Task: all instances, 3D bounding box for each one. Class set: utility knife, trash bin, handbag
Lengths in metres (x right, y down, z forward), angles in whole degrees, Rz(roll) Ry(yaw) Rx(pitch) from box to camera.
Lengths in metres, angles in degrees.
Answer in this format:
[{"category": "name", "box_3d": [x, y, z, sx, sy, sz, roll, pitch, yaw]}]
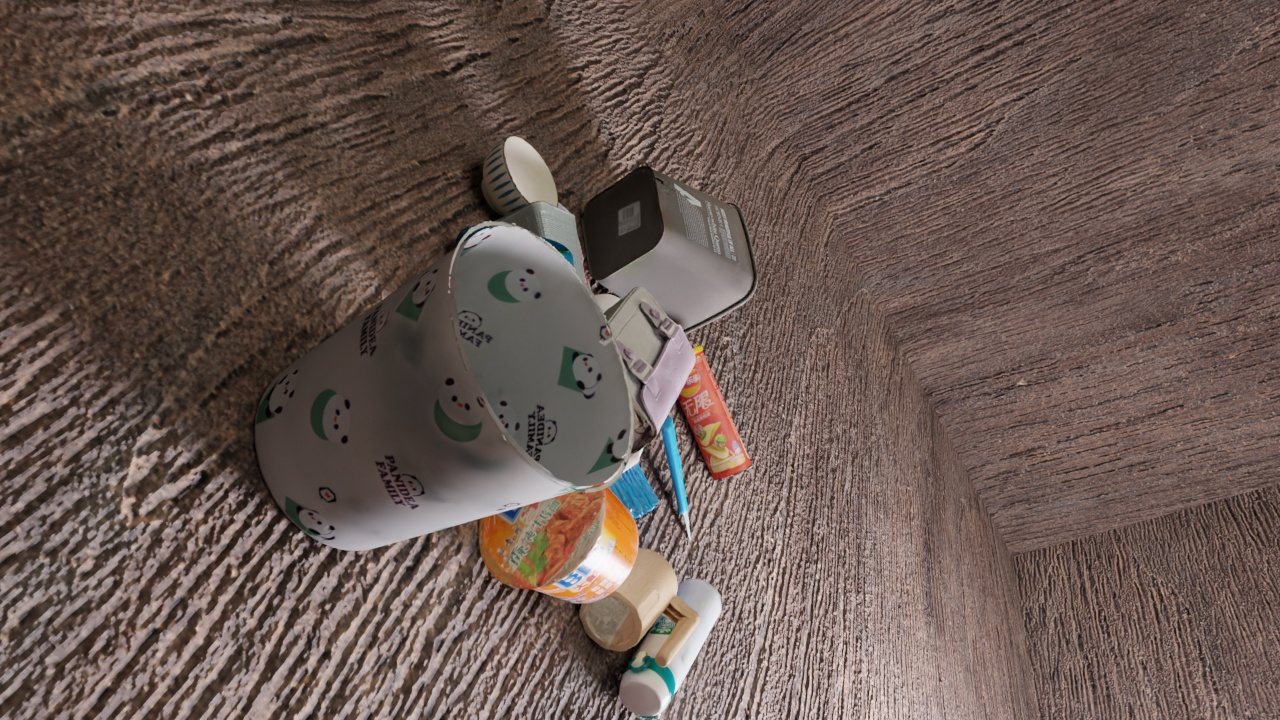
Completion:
[{"category": "utility knife", "box_3d": [0.054, 0.174, 1.328, 0.034, 0.018, 0.186, -55, 135, -78]}, {"category": "trash bin", "box_3d": [-0.171, 0.039, 0.782, 0.229, 0.252, 0.229, 42, 35, -39]}, {"category": "handbag", "box_3d": [-0.007, 0.007, 1.197, 0.145, 0.099, 0.196, 50, 32, -12]}, {"category": "trash bin", "box_3d": [0.040, -0.179, 1.455, 0.219, 0.199, 0.198, 23, 48, -47]}]

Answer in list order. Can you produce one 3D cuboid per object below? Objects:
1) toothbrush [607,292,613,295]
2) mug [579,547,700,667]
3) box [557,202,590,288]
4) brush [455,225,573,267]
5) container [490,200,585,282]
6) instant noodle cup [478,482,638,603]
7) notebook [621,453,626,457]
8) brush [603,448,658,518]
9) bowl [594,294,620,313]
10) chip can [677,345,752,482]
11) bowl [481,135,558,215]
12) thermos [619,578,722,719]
[{"category": "toothbrush", "box_3d": [-0.012, -0.016, 1.409, 0.016, 0.014, 0.189, 42, 26, -87]}, {"category": "mug", "box_3d": [0.002, 0.291, 1.070, 0.124, 0.084, 0.103, 38, 26, 10]}, {"category": "box", "box_3d": [-0.101, -0.133, 1.280, 0.087, 0.047, 0.201, 45, 29, -68]}, {"category": "brush", "box_3d": [-0.150, -0.129, 1.098, 0.073, 0.144, 0.055, 144, -42, -80]}, {"category": "container", "box_3d": [-0.131, -0.132, 1.198, 0.090, 0.090, 0.111, 13, 61, -59]}, {"category": "instant noodle cup", "box_3d": [-0.078, 0.183, 0.970, 0.111, 0.152, 0.151, 47, 31, -50]}, {"category": "notebook", "box_3d": [-0.086, 0.041, 1.163, 0.206, 0.010, 0.145, 54, 27, 7]}, {"category": "brush", "box_3d": [-0.006, 0.145, 1.243, 0.109, 0.061, 0.313, 63, 23, 3]}, {"category": "bowl", "box_3d": [-0.035, -0.053, 1.336, 0.118, 0.065, 0.118, 43, 34, -40]}, {"category": "chip can", "box_3d": [0.108, 0.086, 1.482, 0.216, 0.073, 0.073, 65, 26, 0]}, {"category": "bowl", "box_3d": [-0.170, -0.235, 1.231, 0.116, 0.066, 0.116, 44, 33, -40]}, {"category": "thermos", "box_3d": [0.037, 0.349, 1.127, 0.073, 0.073, 0.223, 63, 26, -5]}]
